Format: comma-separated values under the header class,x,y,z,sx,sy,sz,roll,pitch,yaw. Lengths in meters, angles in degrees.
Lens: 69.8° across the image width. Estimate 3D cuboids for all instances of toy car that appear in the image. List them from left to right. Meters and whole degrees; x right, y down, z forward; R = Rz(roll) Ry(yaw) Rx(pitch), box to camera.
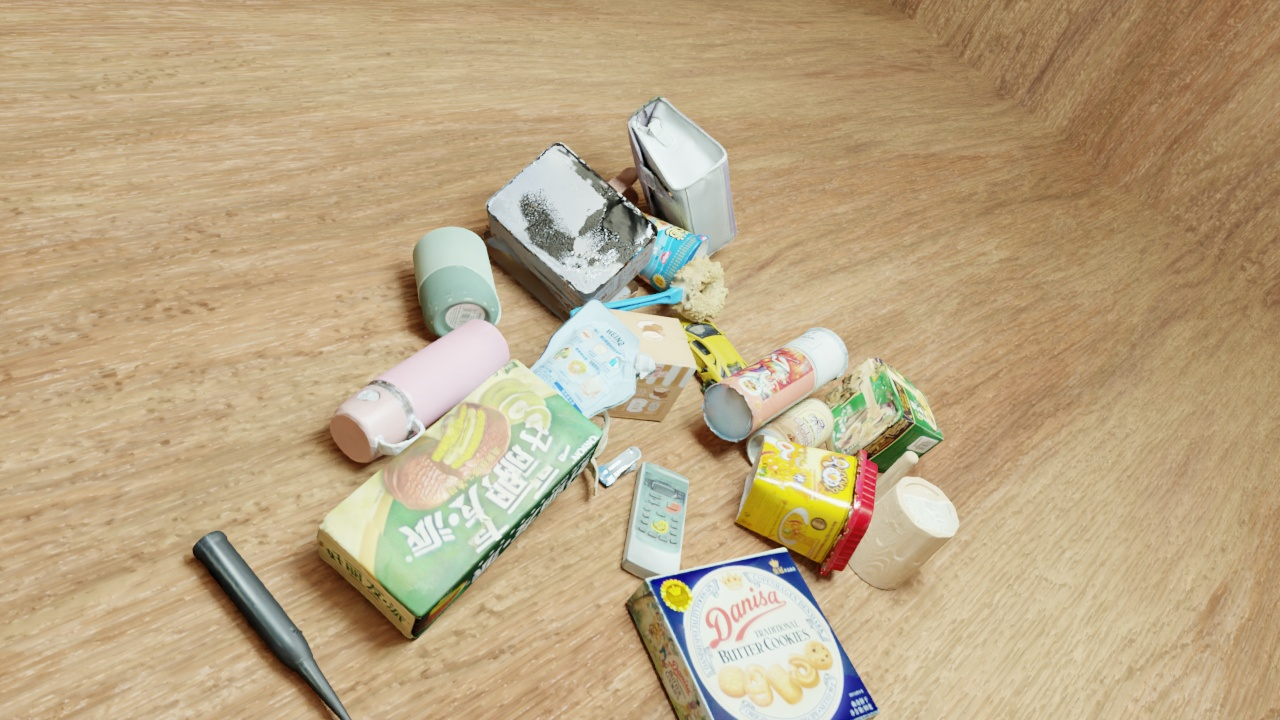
class,x,y,z,sx,sy,sz,roll,pitch,yaw
toy car,0.089,-0.006,1.138,0.071,0.041,0.156,-10,53,-40

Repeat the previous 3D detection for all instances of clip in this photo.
class,x,y,z,sx,sy,sz,roll,pitch,yaw
clip,-0.046,0.093,0.940,0.076,0.035,0.103,4,45,-7
clip,-0.024,0.112,0.960,0.056,0.028,0.024,-31,66,-37

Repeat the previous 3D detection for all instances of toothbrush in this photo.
class,x,y,z,sx,sy,sz,roll,pitch,yaw
toothbrush,-0.263,0.211,0.688,0.027,0.026,0.212,-44,75,-11

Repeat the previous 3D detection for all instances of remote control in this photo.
class,x,y,z,sx,sy,sz,roll,pitch,yaw
remote control,0.017,0.163,0.927,0.056,0.019,0.134,24,39,-10

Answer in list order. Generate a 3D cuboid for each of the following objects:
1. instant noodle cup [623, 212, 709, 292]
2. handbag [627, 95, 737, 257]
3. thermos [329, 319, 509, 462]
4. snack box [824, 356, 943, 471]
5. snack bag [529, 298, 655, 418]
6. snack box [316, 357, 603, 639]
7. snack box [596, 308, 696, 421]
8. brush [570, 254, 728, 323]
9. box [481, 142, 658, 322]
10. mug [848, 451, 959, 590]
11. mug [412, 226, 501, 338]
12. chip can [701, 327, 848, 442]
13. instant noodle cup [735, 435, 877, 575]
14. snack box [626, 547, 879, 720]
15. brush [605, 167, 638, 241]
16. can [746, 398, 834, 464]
class,x,y,z,sx,sy,sz,roll,pitch,yaw
instant noodle cup,0.020,-0.145,1.206,0.110,0.099,0.099,31,38,13
handbag,0.051,-0.238,1.239,0.098,0.197,0.145,-33,65,-6
thermos,-0.202,0.030,0.884,0.087,0.067,0.198,17,32,22
snack box,0.306,0.077,1.141,0.105,0.118,0.117,23,38,-26
snack bag,-0.079,0.028,0.921,0.190,0.039,0.110,-40,59,-16
snack box,-0.150,0.112,0.796,0.114,0.063,0.239,39,54,10
snack box,-0.006,0.006,1.020,0.092,0.095,0.077,7,44,-27
brush,0.014,-0.071,1.094,0.254,0.083,0.046,-17,23,-40
box,-0.089,-0.133,1.128,0.181,0.158,0.148,43,76,9
mug,0.285,0.175,1.020,0.084,0.104,0.124,19,41,-15
mug,-0.192,-0.074,1.006,0.111,0.082,0.106,38,24,-47
chip can,0.161,0.025,1.073,0.071,0.071,0.214,46,42,17
instant noodle cup,0.175,0.147,0.982,0.124,0.116,0.116,20,39,4
snack box,0.103,0.272,0.845,0.177,0.046,0.182,-3,50,-36
brush,-0.040,-0.217,1.254,0.063,0.073,0.145,32,37,2
can,0.177,0.089,1.078,0.058,0.059,0.116,45,41,17
